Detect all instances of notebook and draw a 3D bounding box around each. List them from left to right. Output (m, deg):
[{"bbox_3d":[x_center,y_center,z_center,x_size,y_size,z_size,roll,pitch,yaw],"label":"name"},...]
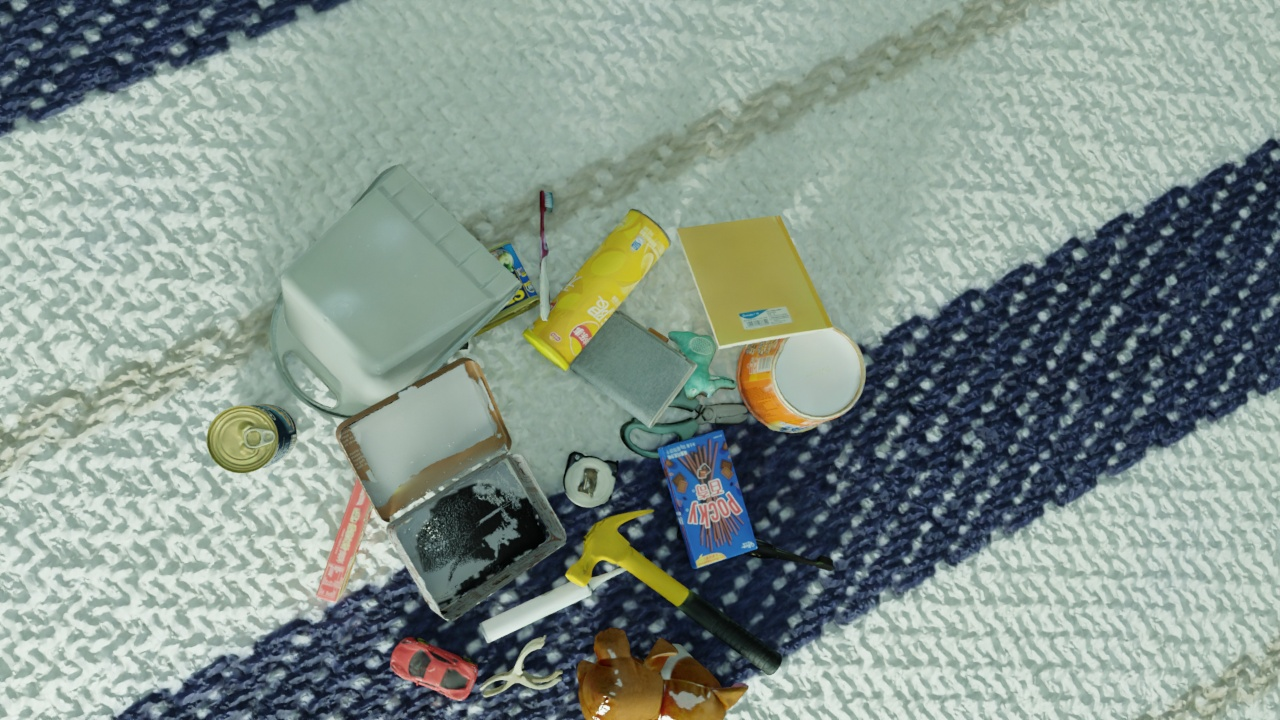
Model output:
[{"bbox_3d":[0.139,-0.104,1.150,0.145,0.010,0.206,-9,51,-9],"label":"notebook"}]

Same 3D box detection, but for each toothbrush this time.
[{"bbox_3d":[-0.117,-0.133,1.143,0.017,0.016,0.187,5,64,-19],"label":"toothbrush"},{"bbox_3d":[-0.092,0.292,1.141,0.220,0.027,0.026,-22,98,-15],"label":"toothbrush"},{"bbox_3d":[0.151,0.242,1.185,0.212,0.026,0.027,15,42,-8],"label":"toothbrush"}]

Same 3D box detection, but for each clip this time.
[{"bbox_3d":[-0.146,0.373,1.129,0.101,0.035,0.096,2,91,-1],"label":"clip"}]

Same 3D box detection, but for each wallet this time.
[{"bbox_3d":[-0.007,0.007,1.160,0.130,0.037,0.106,36,80,14],"label":"wallet"}]

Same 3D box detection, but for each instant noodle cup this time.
[{"bbox_3d":[0.208,0.017,1.162,0.151,0.111,0.151,1,86,-8],"label":"instant noodle cup"}]

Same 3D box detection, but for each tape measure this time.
[{"bbox_3d":[-0.064,0.151,1.154,0.065,0.033,0.066,13,84,-6],"label":"tape measure"}]

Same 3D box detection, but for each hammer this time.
[{"bbox_3d":[0.056,0.299,1.153,0.300,0.033,0.128,38,68,-8],"label":"hammer"}]

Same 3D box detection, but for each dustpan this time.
[{"bbox_3d":[-0.319,-0.062,1.110,0.222,0.143,0.257,45,63,5],"label":"dustpan"}]

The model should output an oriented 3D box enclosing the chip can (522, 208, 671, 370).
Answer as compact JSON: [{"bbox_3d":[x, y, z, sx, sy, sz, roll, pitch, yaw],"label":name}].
[{"bbox_3d":[-0.053,-0.089,1.151,0.072,0.072,0.213,41,81,-4],"label":"chip can"}]

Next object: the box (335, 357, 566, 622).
[{"bbox_3d":[-0.219,0.145,1.068,0.178,0.103,0.261,-32,98,-24],"label":"box"}]

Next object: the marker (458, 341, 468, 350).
[{"bbox_3d":[-0.280,-0.017,1.139,0.132,0.020,0.022,-6,66,-8],"label":"marker"}]

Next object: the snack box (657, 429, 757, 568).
[{"bbox_3d":[0.084,0.173,1.153,0.084,0.026,0.157,-15,84,-16],"label":"snack box"}]

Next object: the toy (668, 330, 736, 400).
[{"bbox_3d":[0.079,0.009,1.181,0.096,0.030,0.091,7,73,-21],"label":"toy"}]

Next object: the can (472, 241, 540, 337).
[{"bbox_3d":[-0.186,-0.088,1.138,0.102,0.057,0.083,-28,89,-9],"label":"can"}]

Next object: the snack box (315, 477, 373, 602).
[{"bbox_3d":[-0.342,0.204,1.088,0.025,0.075,0.152,19,84,-8],"label":"snack box"}]

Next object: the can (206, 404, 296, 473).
[{"bbox_3d":[-0.447,0.088,1.062,0.075,0.111,0.075,0,88,-9],"label":"can"}]

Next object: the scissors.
[{"bbox_3d":[0.055,0.090,1.182,0.185,0.019,0.129,18,84,-5],"label":"scissors"}]

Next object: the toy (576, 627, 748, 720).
[{"bbox_3d":[0.022,0.399,1.120,0.199,0.140,0.130,20,42,-8],"label":"toy"}]

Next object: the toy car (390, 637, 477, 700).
[{"bbox_3d":[-0.252,0.374,1.115,0.106,0.031,0.049,25,82,-4],"label":"toy car"}]
